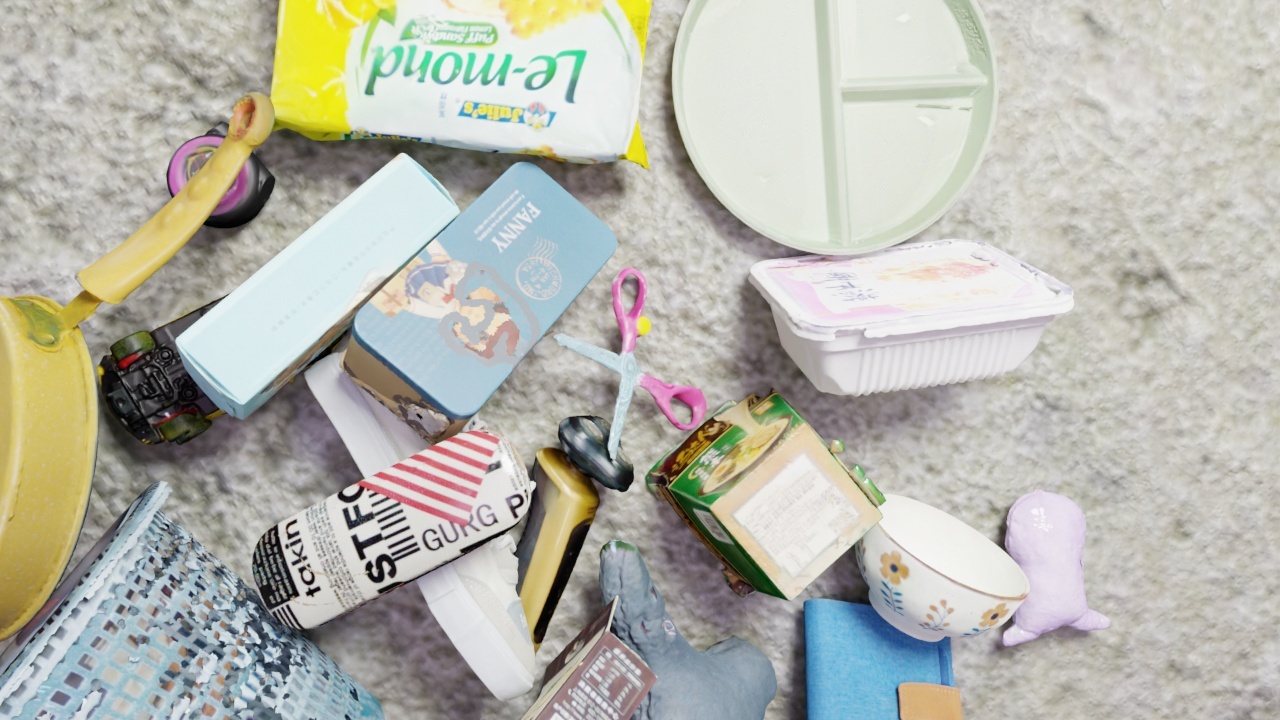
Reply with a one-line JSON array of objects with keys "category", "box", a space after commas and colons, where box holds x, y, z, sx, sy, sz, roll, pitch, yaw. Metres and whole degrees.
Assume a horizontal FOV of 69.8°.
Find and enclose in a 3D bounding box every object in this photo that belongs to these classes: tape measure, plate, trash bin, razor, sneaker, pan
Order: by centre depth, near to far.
[{"category": "pan", "box": [-0.319, -0.005, 0.508, 0.198, 0.078, 0.358, 41, 103, 31]}, {"category": "trash bin", "box": [-0.265, 0.215, 0.516, 0.195, 0.226, 0.226, 41, 87, -20]}, {"category": "tape measure", "box": [-0.264, -0.112, 0.577, 0.057, 0.039, 0.057, -42, 96, -9]}, {"category": "sneaker", "box": [-0.114, 0.089, 0.579, 0.090, 0.090, 0.242, -29, 85, -13]}, {"category": "razor", "box": [-0.054, 0.118, 0.605, 0.068, 0.062, 0.167, 21, 95, 21]}, {"category": "plate", "box": [0.133, -0.187, 0.629, 0.230, 0.027, 0.230, 0, 91, -7]}]

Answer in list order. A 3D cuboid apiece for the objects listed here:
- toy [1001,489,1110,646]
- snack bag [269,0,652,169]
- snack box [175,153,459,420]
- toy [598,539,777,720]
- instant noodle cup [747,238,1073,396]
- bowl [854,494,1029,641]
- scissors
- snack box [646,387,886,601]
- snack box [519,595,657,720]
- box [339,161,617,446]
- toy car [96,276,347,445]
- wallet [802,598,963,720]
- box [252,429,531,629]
[{"category": "toy", "box": [0.294, 0.146, 0.655, 0.084, 0.039, 0.108, -4, 87, -10]}, {"category": "snack bag", "box": [-0.109, -0.208, 0.577, 0.246, 0.068, 0.158, 5, 91, -7]}, {"category": "snack box", "box": [-0.188, -0.043, 0.545, 0.051, 0.074, 0.174, 46, 67, -8]}, {"category": "toy", "box": [0.066, 0.274, 0.607, 0.137, 0.091, 0.356, -43, 99, -16]}, {"category": "instant noodle cup", "box": [0.168, -0.027, 0.595, 0.173, 0.138, 0.060, -9, 114, -6]}, {"category": "bowl", "box": [0.190, 0.145, 0.612, 0.113, 0.113, 0.062, 22, 108, -7]}, {"category": "scissors", "box": [-0.003, 0.004, 0.604, 0.133, 0.017, 0.133, 28, 61, -34]}, {"category": "snack box", "box": [0.084, 0.090, 0.593, 0.117, 0.105, 0.118, -41, 95, -4]}, {"category": "snack box", "box": [-0.051, 0.220, 0.548, 0.053, 0.125, 0.114, 43, 131, 7]}, {"category": "box", "box": [-0.091, -0.040, 0.557, 0.090, 0.062, 0.183, 39, 59, -6]}, {"category": "toy car", "box": [-0.258, -0.005, 0.578, 0.155, 0.041, 0.071, -32, 95, -15]}, {"category": "wallet", "box": [0.161, 0.230, 0.612, 0.106, 0.040, 0.132, 10, 60, -8]}, {"category": "box", "box": [-0.138, 0.092, 0.504, 0.164, 0.060, 0.072, -30, 61, 3]}]
